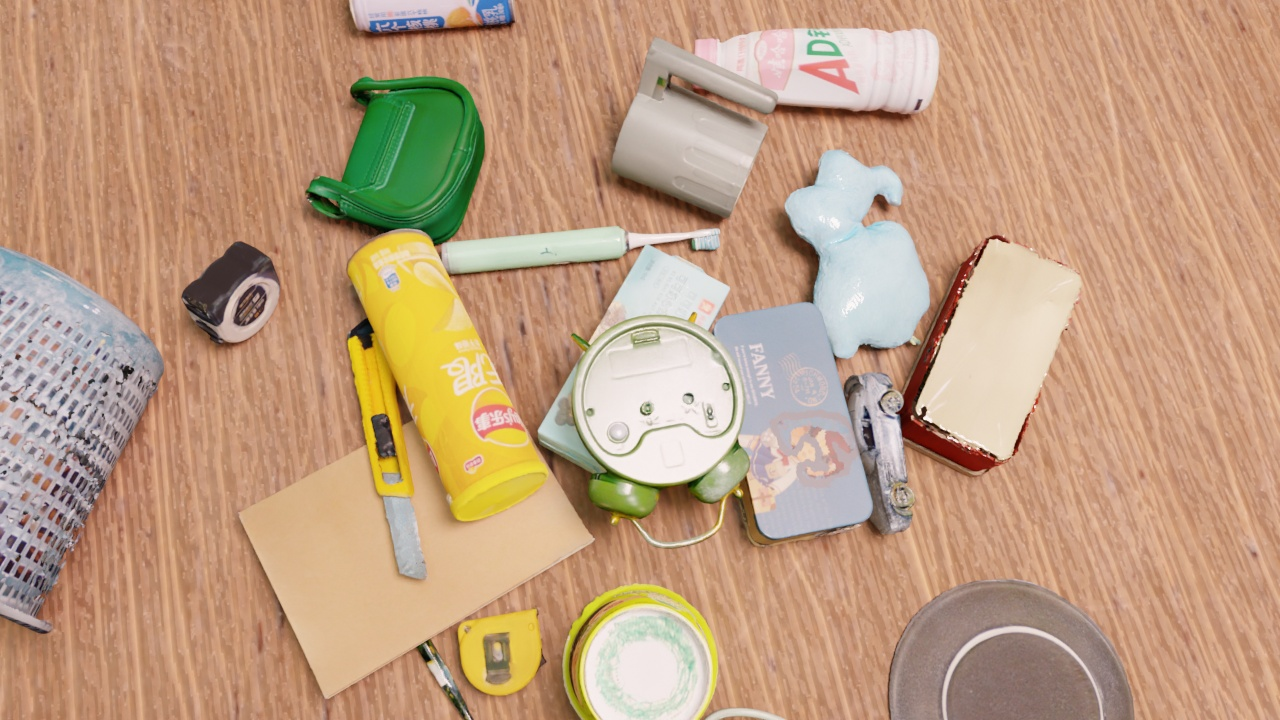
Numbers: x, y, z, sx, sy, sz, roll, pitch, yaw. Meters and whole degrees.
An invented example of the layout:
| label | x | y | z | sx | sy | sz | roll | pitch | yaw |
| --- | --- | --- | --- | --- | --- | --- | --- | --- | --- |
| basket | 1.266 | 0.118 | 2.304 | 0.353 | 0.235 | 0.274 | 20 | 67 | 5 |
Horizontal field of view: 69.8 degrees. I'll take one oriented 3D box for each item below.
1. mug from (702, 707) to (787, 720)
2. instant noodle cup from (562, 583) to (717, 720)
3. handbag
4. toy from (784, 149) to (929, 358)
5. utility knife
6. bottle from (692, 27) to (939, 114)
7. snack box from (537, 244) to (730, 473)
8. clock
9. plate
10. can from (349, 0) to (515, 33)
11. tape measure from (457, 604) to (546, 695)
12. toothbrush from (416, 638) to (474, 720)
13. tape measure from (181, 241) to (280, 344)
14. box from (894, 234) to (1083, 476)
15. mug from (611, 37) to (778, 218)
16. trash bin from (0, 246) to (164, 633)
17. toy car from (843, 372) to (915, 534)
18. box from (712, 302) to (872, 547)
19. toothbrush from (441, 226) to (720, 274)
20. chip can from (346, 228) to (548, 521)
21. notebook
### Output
| label | x | y | z | sx | sy | sz | roll | pitch | yaw |
| --- | --- | --- | --- | --- | --- | --- | --- | --- | --- |
| mug | 0.080 | 0.284 | 0.601 | 0.106 | 0.082 | 0.111 | -9 | 72 | -4 |
| instant noodle cup | 0.002 | 0.200 | 0.600 | 0.111 | 0.123 | 0.111 | 0 | 73 | -2 |
| handbag | -0.189 | -0.162 | 0.727 | 0.120 | 0.068 | 0.131 | 12 | 73 | 2 |
| toy | 0.176 | -0.080 | 0.725 | 0.156 | 0.050 | 0.161 | 40 | 71 | -1 |
| utility knife | -0.185 | 0.060 | 0.674 | 0.033 | 0.015 | 0.214 | -16 | 66 | -6 |
| bottle | 0.142 | -0.243 | 0.766 | 0.197 | 0.068 | 0.068 | 2 | 74 | 1 |
| snack box | -0.004 | 0.004 | 0.694 | 0.074 | 0.052 | 0.174 | 28 | 75 | 4 |
| clock | 0.013 | 0.047 | 0.628 | 0.116 | 0.056 | 0.161 | -11 | 78 | -9 |
| plate | 0.267 | 0.246 | 0.649 | 0.179 | 0.024 | 0.179 | 1 | 74 | -2 |
| can | -0.175 | -0.309 | 0.778 | 0.134 | 0.053 | 0.053 | -6 | 74 | -4 |
| tape measure | -0.098 | 0.205 | 0.645 | 0.060 | 0.029 | 0.057 | -9 | 75 | -4 |
| toothbrush | -0.145 | 0.214 | 0.646 | 0.012 | 0.017 | 0.186 | -33 | 77 | -8 |
| tape measure | -0.305 | -0.047 | 0.690 | 0.033 | 0.066 | 0.065 | 31 | 59 | 10 |
| box | 0.265 | -0.005 | 0.694 | 0.091 | 0.077 | 0.168 | 27 | 75 | 6 |
| mug | 0.043 | -0.179 | 0.714 | 0.103 | 0.124 | 0.083 | 24 | 57 | 2 |
| trash bin | -0.434 | 0.041 | 0.600 | 0.226 | 0.227 | 0.194 | 23 | 61 | 4 |
| toy car | 0.175 | 0.068 | 0.681 | 0.037 | 0.054 | 0.120 | -5 | 75 | -7 |
| box | 0.106 | 0.042 | 0.683 | 0.089 | 0.061 | 0.184 | -12 | 76 | -6 |
| toothbrush | -0.047 | -0.092 | 0.734 | 0.224 | 0.026 | 0.027 | -6 | 104 | -4 |
| chip can | -0.143 | 0.008 | 0.669 | 0.072 | 0.072 | 0.213 | -25 | 70 | -9 |
| notebook | -0.162 | 0.120 | 0.666 | 0.211 | 0.012 | 0.149 | -29 | 73 | -14 |
